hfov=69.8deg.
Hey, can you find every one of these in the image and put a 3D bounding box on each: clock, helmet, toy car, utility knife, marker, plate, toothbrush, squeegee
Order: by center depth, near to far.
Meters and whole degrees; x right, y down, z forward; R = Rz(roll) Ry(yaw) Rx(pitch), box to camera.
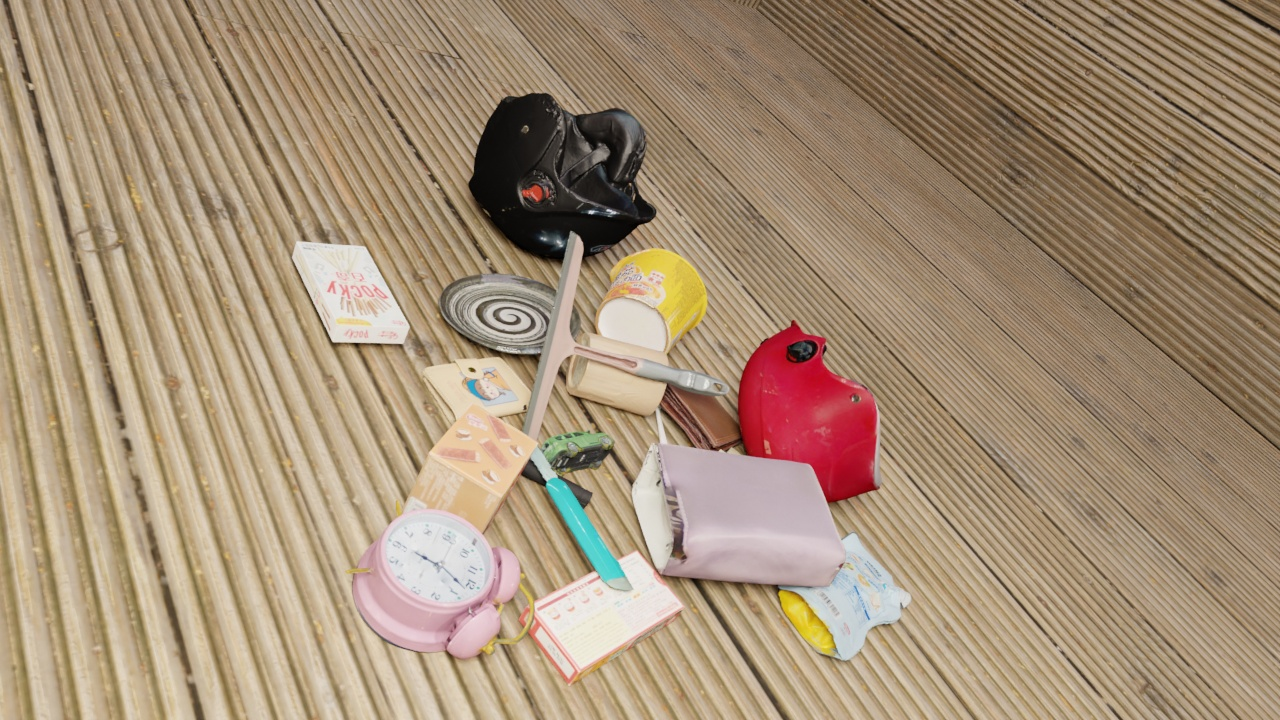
[{"bbox_3d":[-0.165,0.193,0.789,0.158,0.060,0.117,30,32,-5],"label":"clock"},{"bbox_3d":[-0.070,0.152,0.931,0.029,0.013,0.216,-4,42,-38],"label":"utility knife"},{"bbox_3d":[-0.113,0.120,0.975,0.132,0.020,0.022,28,48,-6],"label":"marker"},{"bbox_3d":[-0.070,0.100,1.014,0.091,0.043,0.036,-2,44,-42],"label":"toy car"},{"bbox_3d":[-0.006,0.006,1.072,0.249,0.247,0.040,16,-4,-25],"label":"squeegee"},{"bbox_3d":[0.030,0.099,1.125,0.016,0.016,0.179,17,34,-20],"label":"toothbrush"},{"bbox_3d":[0.190,0.073,1.147,0.144,0.207,0.240,-24,49,-6],"label":"helmet"},{"bbox_3d":[-0.163,-0.054,1.151,0.179,0.024,0.179,11,32,-7],"label":"plate"},{"bbox_3d":[-0.111,-0.253,1.300,0.274,0.231,0.232,50,29,15],"label":"helmet"}]

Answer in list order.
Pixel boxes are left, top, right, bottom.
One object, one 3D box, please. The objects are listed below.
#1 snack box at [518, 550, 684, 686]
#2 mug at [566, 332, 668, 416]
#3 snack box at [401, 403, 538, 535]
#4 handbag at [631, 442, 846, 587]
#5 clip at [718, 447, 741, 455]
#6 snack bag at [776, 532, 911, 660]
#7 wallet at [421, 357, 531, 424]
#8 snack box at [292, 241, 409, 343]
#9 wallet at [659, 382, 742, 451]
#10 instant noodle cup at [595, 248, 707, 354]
[{"bbox_3d":[-0.033,0.238,0.867,0.155,0.027,0.077,-14,53,-49],"label":"snack box"},{"bbox_3d":[-0.035,0.011,1.146,0.103,0.084,0.124,16,10,-21],"label":"mug"},{"bbox_3d":[-0.162,0.113,0.870,0.077,0.093,0.094,31,31,-1],"label":"snack box"},{"bbox_3d":[0.103,0.174,0.986,0.197,0.099,0.144,9,30,-19],"label":"handbag"},{"bbox_3d":[0.107,0.123,1.110,0.035,0.093,0.102,38,43,11],"label":"clip"},{"bbox_3d":[0.236,0.266,1.045,0.110,0.039,0.190,41,31,26],"label":"snack bag"},{"bbox_3d":[-0.183,0.032,1.037,0.115,0.024,0.087,-11,56,-46],"label":"wallet"},{"bbox_3d":[-0.329,-0.078,1.037,0.084,0.027,0.156,0,40,-41],"label":"snack box"},{"bbox_3d":[0.075,0.066,1.181,0.124,0.032,0.101,50,25,17],"label":"wallet"},{"bbox_3d":[0.008,-0.066,1.237,0.138,0.138,0.109,32,40,2],"label":"instant noodle cup"}]
